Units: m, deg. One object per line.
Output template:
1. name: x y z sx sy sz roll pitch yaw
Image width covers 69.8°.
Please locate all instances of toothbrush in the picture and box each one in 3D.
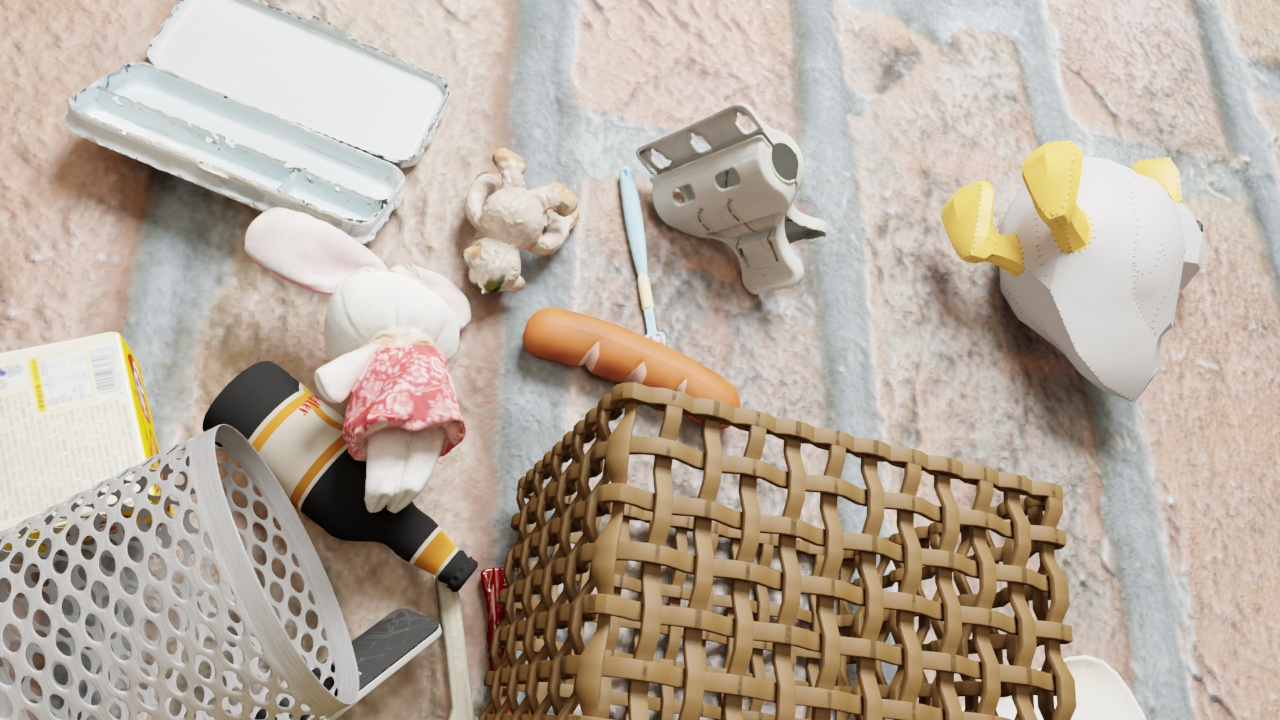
1. toothbrush: -0.001 -0.080 0.700 0.022 0.016 0.154 -15 71 18

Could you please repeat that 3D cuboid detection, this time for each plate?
1. plate: 0.293 0.315 0.633 0.186 0.016 0.187 -15 74 -21

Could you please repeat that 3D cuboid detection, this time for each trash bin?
1. trash bin: -0.259 0.141 0.450 0.183 0.157 0.156 -26 78 -13

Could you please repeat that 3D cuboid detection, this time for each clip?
1. clip: 0.074 -0.119 0.687 0.144 0.125 0.074 48 62 -25

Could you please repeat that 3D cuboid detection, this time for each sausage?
1. sausage: -0.004 0.004 0.653 0.164 0.039 0.044 23 68 -7

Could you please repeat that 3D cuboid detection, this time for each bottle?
1. bottle: -0.176 0.077 0.561 0.181 0.059 0.059 38 64 0

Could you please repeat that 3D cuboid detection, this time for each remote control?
1. remote control: -0.177 0.186 0.508 0.146 0.045 0.008 -33 117 -43

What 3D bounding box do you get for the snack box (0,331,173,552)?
1. snack box: -0.327 0.049 0.526 0.083 0.061 0.105 -14 74 -22

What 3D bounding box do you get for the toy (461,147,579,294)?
1. toy: -0.089 -0.089 0.656 0.085 0.074 0.105 26 68 -20

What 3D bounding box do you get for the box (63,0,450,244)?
1. box: -0.258 -0.176 0.648 0.209 0.061 0.192 20 46 -9

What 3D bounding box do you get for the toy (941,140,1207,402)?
1. toy: 0.383 -0.086 0.757 0.267 0.141 0.246 15 66 -30

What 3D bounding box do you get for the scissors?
1. scissors: -0.089 0.221 0.557 0.146 0.015 0.188 -37 85 -26

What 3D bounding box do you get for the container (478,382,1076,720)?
1. container: 0.059 0.171 0.497 0.251 0.220 0.213 14 66 -16

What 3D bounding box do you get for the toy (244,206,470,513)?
1. toy: -0.151 -0.002 0.554 0.159 0.084 0.194 18 42 -45
